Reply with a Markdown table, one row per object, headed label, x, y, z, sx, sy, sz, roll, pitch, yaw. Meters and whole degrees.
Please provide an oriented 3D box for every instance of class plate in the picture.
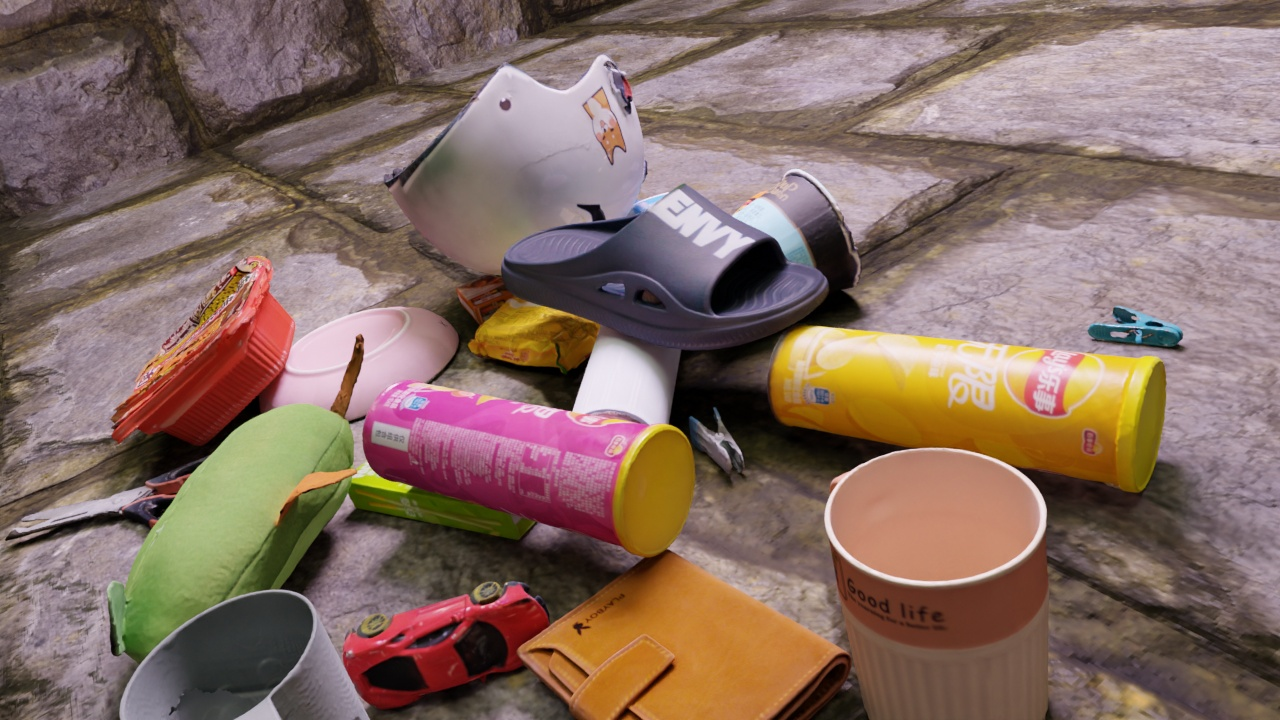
| label | x | y | z | sx | sy | sz | roll | pitch | yaw |
| --- | --- | --- | --- | --- | --- | --- | --- | --- | --- |
| plate | -0.267 | -0.004 | 0.858 | 0.192 | 0.039 | 0.192 | -13 | 28 | 7 |

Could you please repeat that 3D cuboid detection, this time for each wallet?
| label | x | y | z | sx | sy | sz | roll | pitch | yaw |
| --- | --- | --- | --- | --- | --- | --- | --- | --- | --- |
| wallet | 0.013 | 0.149 | 0.440 | 0.118 | 0.035 | 0.131 | -26 | 28 | -31 |

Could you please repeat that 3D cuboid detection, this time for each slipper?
| label | x | y | z | sx | sy | sz | roll | pitch | yaw |
| --- | --- | --- | --- | --- | --- | --- | --- | --- | --- |
| slipper | 0.000 | -0.076 | 0.653 | 0.268 | 0.083 | 0.110 | 14 | 39 | 35 |

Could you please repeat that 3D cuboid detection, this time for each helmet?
| label | x | y | z | sx | sy | sz | roll | pitch | yaw |
| --- | --- | --- | --- | --- | --- | --- | --- | --- | --- |
| helmet | -0.092 | -0.164 | 0.868 | 0.231 | 0.157 | 0.273 | -28 | 0 | 34 |

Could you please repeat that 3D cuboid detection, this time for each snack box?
| label | x | y | z | sx | sy | sz | roll | pitch | yaw |
| --- | --- | --- | --- | --- | --- | --- | --- | --- | --- |
| snack box | -0.105 | -0.083 | 0.931 | 0.153 | 0.026 | 0.075 | -24 | 29 | -16 |
| snack box | -0.124 | 0.078 | 0.644 | 0.157 | 0.026 | 0.085 | 3 | 33 | 32 |

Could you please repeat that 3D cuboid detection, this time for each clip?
| label | x | y | z | sx | sy | sz | roll | pitch | yaw |
| --- | --- | --- | --- | --- | --- | --- | --- | --- | --- |
| clip | 0.328 | -0.021 | 0.604 | 0.032 | 0.013 | 0.054 | -30 | 29 | -24 |
| clip | 0.051 | 0.055 | 0.598 | 0.042 | 0.026 | 0.058 | -15 | 30 | -15 |

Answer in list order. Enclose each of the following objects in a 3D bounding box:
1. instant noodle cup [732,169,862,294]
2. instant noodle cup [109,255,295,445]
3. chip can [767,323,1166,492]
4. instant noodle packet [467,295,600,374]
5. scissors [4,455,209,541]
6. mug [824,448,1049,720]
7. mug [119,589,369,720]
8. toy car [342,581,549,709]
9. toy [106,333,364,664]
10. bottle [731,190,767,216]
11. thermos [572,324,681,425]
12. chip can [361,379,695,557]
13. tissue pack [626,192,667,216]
| label | x | y | z | sx | sy | sz | roll | pitch | yaw |
| --- | --- | --- | --- | --- | --- | --- | --- | --- | --- |
| instant noodle cup | 0.097 | -0.079 | 0.745 | 0.120 | 0.111 | 0.111 | -30 | 30 | -8 |
| instant noodle cup | -0.384 | -0.002 | 0.830 | 0.164 | 0.079 | 0.188 | -42 | 27 | 6 |
| chip can | 0.183 | 0.021 | 0.539 | 0.214 | 0.072 | 0.071 | 9 | 37 | 39 |
| instant noodle packet | -0.074 | -0.032 | 0.804 | 0.129 | 0.044 | 0.110 | 7 | 42 | 43 |
| scissors | -0.401 | 0.116 | 0.729 | 0.201 | 0.015 | 0.206 | -34 | 33 | -30 |
| mug | 0.119 | 0.097 | 0.394 | 0.081 | 0.106 | 0.114 | -23 | 28 | -13 |
| mug | -0.155 | 0.175 | 0.397 | 0.083 | 0.103 | 0.124 | -29 | 31 | -25 |
| toy car | -0.099 | 0.148 | 0.476 | 0.106 | 0.049 | 0.031 | -17 | 28 | -2 |
| toy | -0.251 | 0.098 | 0.596 | 0.228 | 0.090 | 0.246 | -31 | 25 | 37 |
| bottle | 0.085 | -0.094 | 0.823 | 0.149 | 0.067 | 0.067 | -38 | 34 | -23 |
| thermos | -0.004 | 0.004 | 0.672 | 0.073 | 0.073 | 0.223 | -9 | 30 | 13 |
| chip can | -0.073 | 0.058 | 0.549 | 0.211 | 0.071 | 0.071 | 8 | 36 | 36 |
| tissue pack | 0.022 | -0.133 | 0.930 | 0.095 | 0.052 | 0.157 | -17 | 28 | -3 |
